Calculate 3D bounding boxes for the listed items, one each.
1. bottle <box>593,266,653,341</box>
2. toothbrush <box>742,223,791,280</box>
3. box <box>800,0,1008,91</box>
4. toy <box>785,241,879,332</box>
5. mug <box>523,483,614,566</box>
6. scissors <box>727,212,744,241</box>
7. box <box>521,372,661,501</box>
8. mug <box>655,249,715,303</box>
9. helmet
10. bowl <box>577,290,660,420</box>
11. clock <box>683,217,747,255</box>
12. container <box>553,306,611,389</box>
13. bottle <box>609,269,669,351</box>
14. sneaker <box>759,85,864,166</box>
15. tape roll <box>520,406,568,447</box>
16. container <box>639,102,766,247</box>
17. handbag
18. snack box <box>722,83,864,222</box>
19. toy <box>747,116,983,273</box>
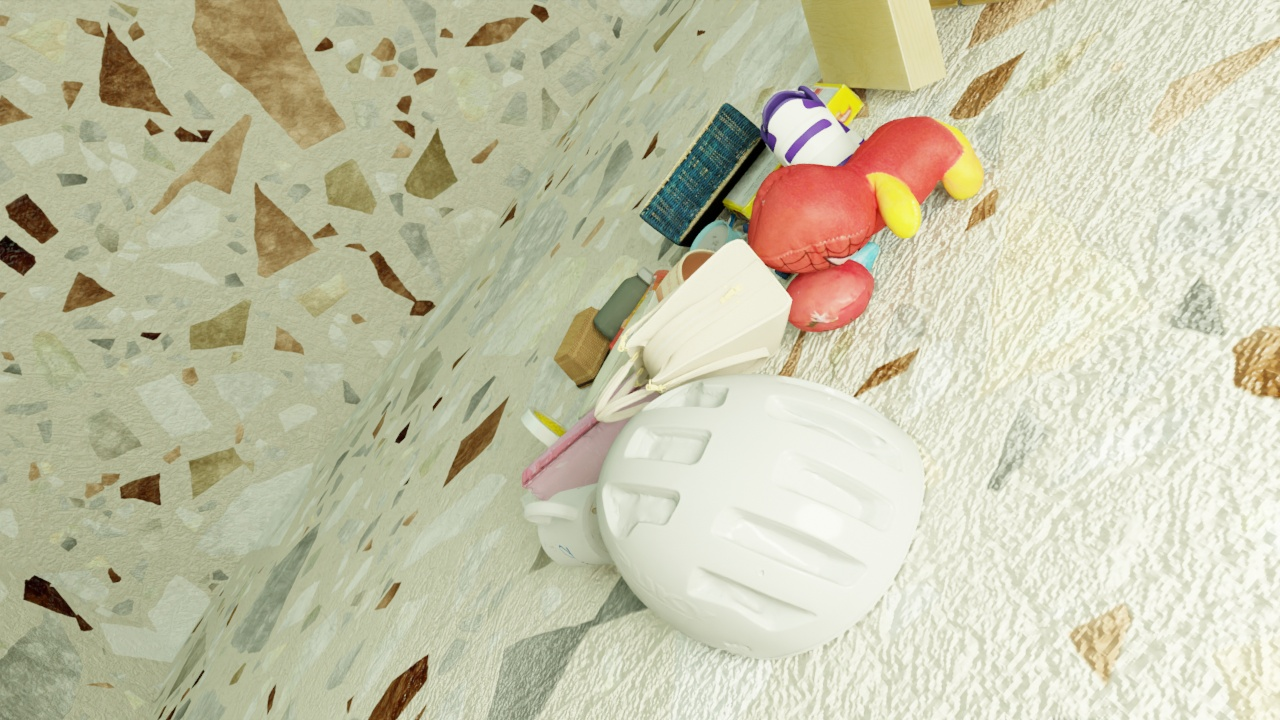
[{"bbox_3d":[-0.014,-0.079,1.312,0.108,0.060,0.060,-50,21,10],"label":"bottle"},{"bbox_3d":[0.150,-0.133,1.105,0.017,0.016,0.189,-56,20,15],"label":"toothbrush"},{"bbox_3d":[0.293,-0.413,1.072,0.179,0.142,0.248,-42,21,3],"label":"box"},{"bbox_3d":[0.186,-0.072,0.880,0.092,0.062,0.132,-13,26,40],"label":"toy"},{"bbox_3d":[-0.064,0.166,0.952,0.097,0.119,0.083,-22,53,55],"label":"mug"},{"bbox_3d":[0.115,-0.165,1.233,0.109,0.018,0.130,-22,39,50],"label":"scissors"},{"bbox_3d":[-0.032,0.105,1.032,0.233,0.099,0.080,-40,45,29],"label":"box"},{"bbox_3d":[0.062,-0.062,1.112,0.105,0.085,0.111,-39,53,55],"label":"mug"},{"bbox_3d":[0.088,0.117,0.736,0.283,0.184,0.224,11,69,45],"label":"helmet"},{"bbox_3d":[-0.006,0.006,1.086,0.177,0.058,0.176,-59,5,8],"label":"bowl"},{"bbox_3d":[0.083,-0.126,1.180,0.123,0.042,0.087,-52,31,15],"label":"clock"},{"bbox_3d":[-0.077,-0.024,1.359,0.063,0.061,0.113,-23,37,54],"label":"container"},{"bbox_3d":[0.010,-0.057,1.241,0.134,0.048,0.071,-56,19,-6],"label":"bottle"},{"bbox_3d":[0.181,-0.250,1.019,0.092,0.111,0.243,-42,5,18],"label":"sneaker"},{"bbox_3d":[-0.114,0.096,1.205,0.019,0.094,0.094,-53,21,4],"label":"tape roll"},{"bbox_3d":[0.092,-0.247,1.255,0.187,0.071,0.145,-52,-5,12],"label":"container"},{"bbox_3d":[0.039,-0.003,0.870,0.198,0.101,0.195,-36,-13,-4],"label":"handbag"},{"bbox_3d":[0.193,-0.264,1.181,0.201,0.042,0.092,-51,21,6],"label":"snack box"},{"bbox_3d":[0.193,-0.151,0.841,0.216,0.099,0.147,-25,13,-8],"label":"toy"}]
